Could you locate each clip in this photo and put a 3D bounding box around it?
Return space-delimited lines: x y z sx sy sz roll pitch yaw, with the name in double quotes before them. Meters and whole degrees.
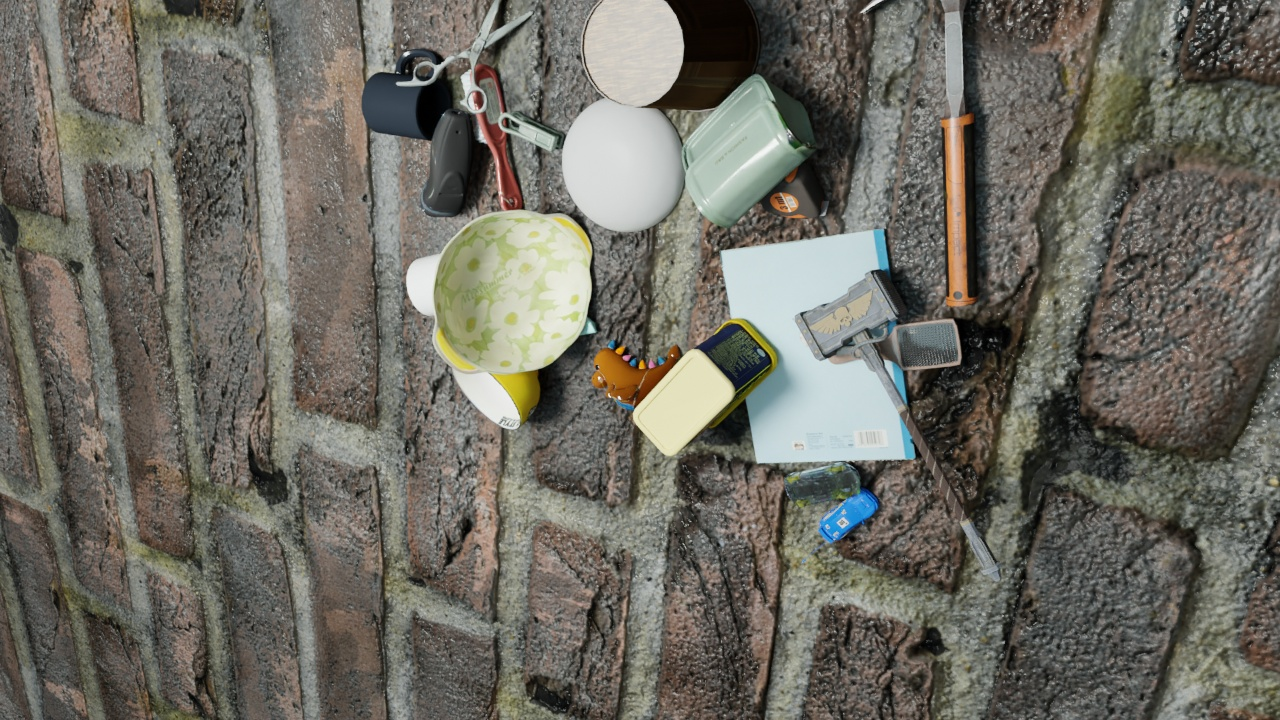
"clip" -0.125 -0.261 1.044 0.076 0.042 0.023 28 116 15

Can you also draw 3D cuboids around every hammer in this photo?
"hammer" 0.284 -0.204 0.862 0.138 0.034 0.315 1 109 26
"hammer" 0.274 0.072 0.914 0.099 0.044 0.322 -32 81 31

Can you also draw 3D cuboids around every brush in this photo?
"brush" -0.173 -0.254 1.068 0.030 0.040 0.172 6 114 43
"brush" 0.258 -0.011 0.945 0.136 0.015 0.050 -7 104 27

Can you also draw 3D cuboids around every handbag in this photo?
"handbag" 0.104 -0.206 0.899 0.122 0.067 0.106 -39 44 33

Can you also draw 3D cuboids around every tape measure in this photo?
"tape measure" 0.153 -0.174 0.931 0.059 0.038 0.058 -2 144 36

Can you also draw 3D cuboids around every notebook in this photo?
"notebook" 0.191 -0.007 0.994 0.181 0.009 0.253 -4 106 27

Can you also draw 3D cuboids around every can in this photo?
"can" 0.069 0.031 1.002 0.075 0.104 0.136 47 127 8

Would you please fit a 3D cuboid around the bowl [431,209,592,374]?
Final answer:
"bowl" -0.155 -0.081 1.066 0.188 0.219 0.060 49 168 -26

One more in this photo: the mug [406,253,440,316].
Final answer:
"mug" -0.221 -0.084 1.138 0.091 0.073 0.110 -8 130 28

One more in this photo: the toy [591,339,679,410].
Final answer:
"toy" -0.007 0.007 1.082 0.090 0.070 0.103 44 99 20

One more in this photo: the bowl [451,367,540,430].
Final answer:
"bowl" -0.169 0.021 1.136 0.117 0.067 0.117 31 148 22

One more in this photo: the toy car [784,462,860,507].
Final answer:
"toy car" 0.205 0.137 1.029 0.090 0.027 0.039 -18 98 32

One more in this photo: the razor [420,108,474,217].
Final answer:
"razor" -0.226 -0.233 1.081 0.063 0.053 0.141 60 142 41

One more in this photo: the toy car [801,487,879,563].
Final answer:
"toy car" 0.219 0.187 1.020 0.033 0.061 0.092 45 121 5

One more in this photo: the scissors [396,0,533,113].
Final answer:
"scissors" -0.196 -0.345 1.019 0.158 0.014 0.141 3 89 8

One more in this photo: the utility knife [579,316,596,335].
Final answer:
"utility knife" -0.124 -0.030 1.139 0.166 0.015 0.022 -12 104 32

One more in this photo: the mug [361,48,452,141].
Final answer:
"mug" -0.269 -0.315 1.078 0.077 0.071 0.105 13 87 22

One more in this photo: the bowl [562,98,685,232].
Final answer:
"bowl" -0.027 -0.211 1.005 0.150 0.043 0.150 9 112 23

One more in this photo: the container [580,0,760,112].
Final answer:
"container" 0.026 -0.299 0.875 0.132 0.166 0.132 9 112 23
